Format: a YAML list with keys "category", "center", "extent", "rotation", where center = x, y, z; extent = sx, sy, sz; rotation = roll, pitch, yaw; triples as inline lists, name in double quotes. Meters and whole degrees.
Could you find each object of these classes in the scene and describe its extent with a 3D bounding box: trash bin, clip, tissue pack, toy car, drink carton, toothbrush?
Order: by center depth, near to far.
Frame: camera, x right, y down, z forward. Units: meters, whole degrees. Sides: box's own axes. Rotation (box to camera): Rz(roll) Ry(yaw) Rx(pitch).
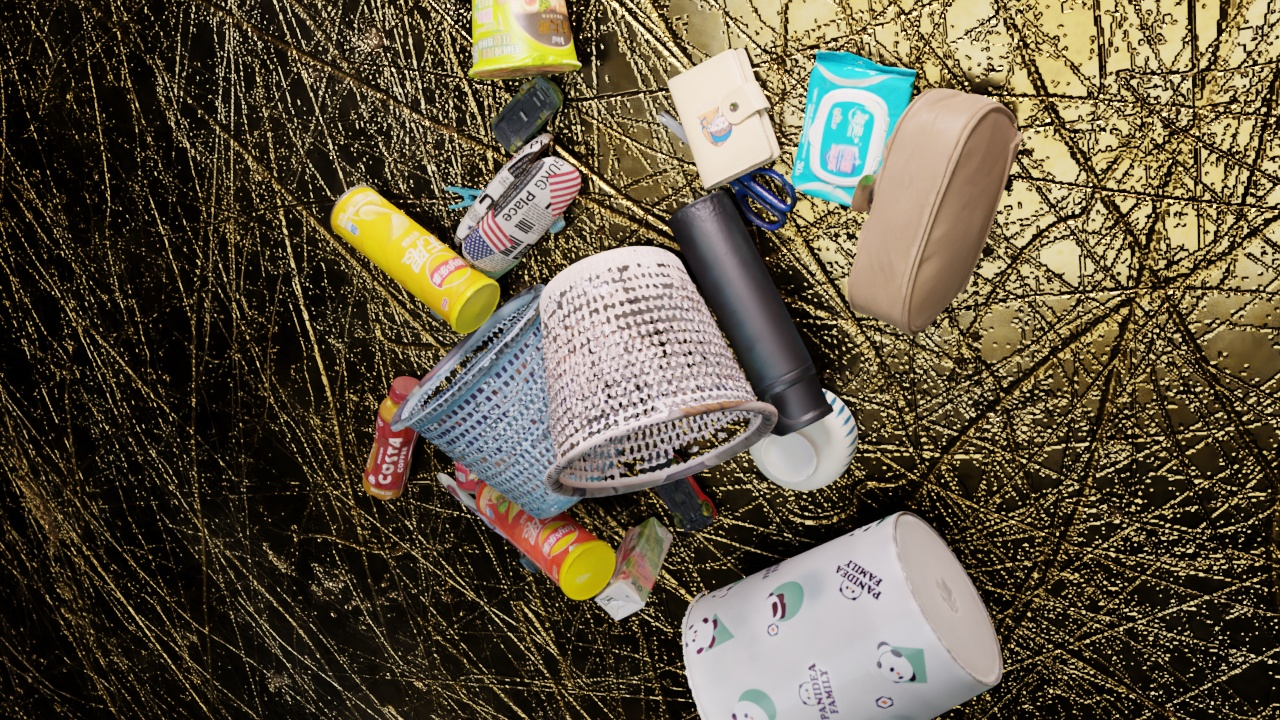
- category: "tissue pack"
  center: [0.193, -0.210, 0.837]
  extent: [0.093, 0.050, 0.134]
  rotation: [16, 117, 19]
- category: "trash bin"
  center: [-0.005, 0.006, 0.889]
  extent: [0.228, 0.227, 0.192]
  rotation: [-31, 66, 32]
- category: "trash bin"
  center: [0.211, 0.295, 0.952]
  extent: [0.253, 0.229, 0.229]
  rotation: [-36, 94, 27]
- category: "toy car"
  center: [-0.119, -0.260, 0.969]
  extent: [0.091, 0.036, 0.043]
  rotation: [-35, 95, 31]
- category: "trash bin"
  center: [-0.129, 0.061, 1.023]
  extent: [0.227, 0.225, 0.195]
  rotation: [-32, 108, 32]
- category: "clip"
  center: [-0.198, -0.186, 1.051]
  extent: [0.056, 0.013, 0.039]
  rotation: [5, 114, 24]
- category: "toothbrush"
  center: [-0.167, -0.109, 1.061]
  extent: [0.225, 0.026, 0.027]
  rotation: [-31, 65, 31]
- category: "toy car"
  center: [0.045, 0.150, 1.070]
  extent: [0.049, 0.031, 0.106]
  rotation: [-32, 97, 31]
- category: "drink carton"
  center: [-0.008, 0.241, 1.079]
  extent: [0.045, 0.122, 0.054]
  rotation: [45, 124, -10]
- category: "toothbrush"
  center: [-0.203, 0.217, 1.222]
  extent: [0.187, 0.017, 0.016]
  rotation: [43, 121, 2]

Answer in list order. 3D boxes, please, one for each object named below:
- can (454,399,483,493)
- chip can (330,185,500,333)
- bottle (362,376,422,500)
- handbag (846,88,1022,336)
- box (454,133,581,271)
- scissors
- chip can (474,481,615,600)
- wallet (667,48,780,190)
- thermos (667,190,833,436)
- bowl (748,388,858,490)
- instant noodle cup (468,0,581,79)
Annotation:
- category: "can"
  center: [-0.208, 0.097, 1.152]
  extent: [0.053, 0.053, 0.133]
  rotation: [11, 115, 20]
- category: "chip can"
  center: [-0.260, -0.118, 1.055]
  extent: [0.213, 0.071, 0.072]
  rotation: [38, 122, 18]
- category: "bottle"
  center: [-0.321, 0.101, 1.204]
  extent: [0.057, 0.057, 0.175]
  rotation: [28, 120, 12]
- category: "handbag"
  center: [0.249, -0.131, 0.795]
  extent: [0.100, 0.147, 0.205]
  rotation: [32, 123, 34]
- category: "box"
  center: [-0.131, -0.163, 0.992]
  extent: [0.163, 0.076, 0.088]
  rotation: [-41, 99, 24]
- category: "scissors"
  center: [0.085, -0.200, 0.902]
  extent: [0.175, 0.012, 0.108]
  rotation: [54, 145, -9]
- category: "chip can"
  center: [-0.118, 0.201, 1.086]
  extent: [0.217, 0.073, 0.073]
  rotation: [26, 125, 49]
- category: "wallet"
  center: [0.082, -0.233, 0.880]
  extent: [0.087, 0.024, 0.115]
  rotation: [-21, 83, 23]
- category: "thermos"
  center: [0.102, -0.041, 0.913]
  extent: [0.090, 0.068, 0.242]
  rotation: [-29, 84, 44]
- category: "bowl"
  center: [0.165, 0.089, 0.968]
  extent: [0.116, 0.066, 0.116]
  rotation: [9, 114, 21]
- category: "instant noodle cup"
  center: [-0.120, -0.345, 0.897]
  extent: [0.112, 0.111, 0.123]
  rotation: [0, 104, 25]
